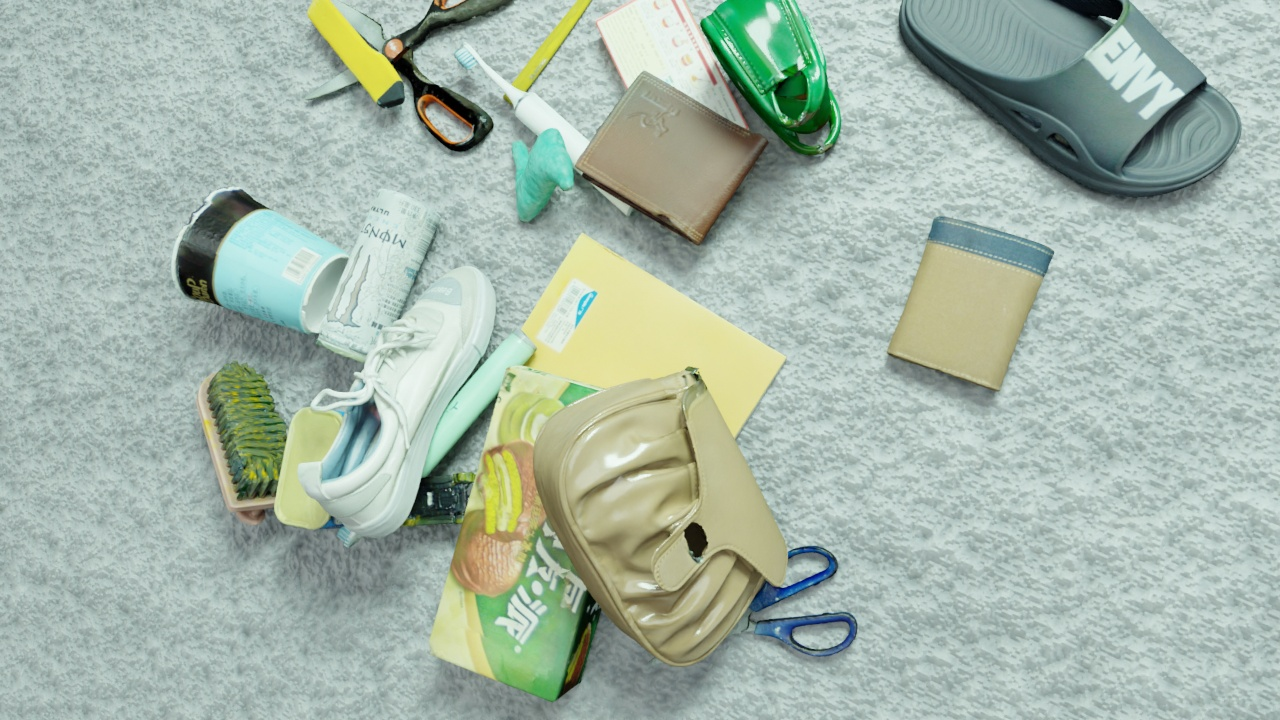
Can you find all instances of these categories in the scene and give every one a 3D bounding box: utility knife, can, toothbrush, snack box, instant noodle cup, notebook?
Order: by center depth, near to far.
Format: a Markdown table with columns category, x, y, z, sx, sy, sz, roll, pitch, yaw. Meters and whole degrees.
| category | x | y | z | sx | sy | sz | roll | pitch | yaw |
| --- | --- | --- | --- | --- | --- | --- | --- | --- | --- |
| snack box | -0.076 | 0.132 | 0.726 | 0.114 | 0.063 | 0.240 | 16 | 89 | 16 |
| toothbrush | -0.165 | 0.064 | 0.751 | 0.027 | 0.026 | 0.224 | 37 | 82 | 26 |
| notebook | -0.004 | 0.004 | 0.757 | 0.206 | 0.010 | 0.146 | 32 | 91 | 16 |
| can | -0.254 | 0.091 | 0.769 | 0.057 | 0.083 | 0.102 | 7 | 84 | 15 |
| snack box | 0.027 | -0.237 | 0.774 | 0.077 | 0.027 | 0.155 | -26 | 77 | 10 |
| toothbrush | -0.080 | -0.202 | 0.787 | 0.221 | 0.027 | 0.026 | 43 | 81 | 11 |
| can | -0.228 | -0.072 | 0.798 | 0.058 | 0.058 | 0.146 | 22 | 88 | 16 |
| instant noodle cup | -0.322 | -0.079 | 0.806 | 0.120 | 0.111 | 0.111 | 23 | 88 | 7 |
| toothbrush | -0.062 | -0.306 | 0.810 | 0.016 | 0.016 | 0.190 | 38 | 93 | 16 |
| utility knife | -0.260 | -0.284 | 0.840 | 0.033 | 0.015 | 0.153 | -40 | 72 | 3 |

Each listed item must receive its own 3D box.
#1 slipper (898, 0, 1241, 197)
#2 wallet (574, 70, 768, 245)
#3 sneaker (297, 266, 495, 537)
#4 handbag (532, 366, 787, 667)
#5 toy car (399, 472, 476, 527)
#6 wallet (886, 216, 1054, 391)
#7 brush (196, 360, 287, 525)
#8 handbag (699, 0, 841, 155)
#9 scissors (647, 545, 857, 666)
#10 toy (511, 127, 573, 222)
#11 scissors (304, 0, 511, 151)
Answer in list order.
| category | x | y | z | sx | sy | sz | roll | pitch | yaw |
| --- | --- | --- | --- | --- | --- | --- | --- | --- | --- |
| slipper | 0.308 | -0.219 | 0.675 | 0.268 | 0.083 | 0.111 | 40 | 95 | 17 |
| wallet | 0.025 | -0.164 | 0.735 | 0.124 | 0.032 | 0.101 | 33 | 90 | 13 |
| sneaker | -0.195 | 0.012 | 0.726 | 0.090 | 0.091 | 0.241 | -1 | 57 | 33 |
| handbag | 0.021 | 0.111 | 0.648 | 0.147 | 0.100 | 0.204 | -36 | 112 | -19 |
| toy car | -0.171 | 0.117 | 0.769 | 0.091 | 0.036 | 0.043 | -5 | 80 | 15 |
| wallet | 0.247 | -0.044 | 0.691 | 0.090 | 0.033 | 0.115 | 20 | 88 | 18 |
| brush | -0.349 | 0.069 | 0.803 | 0.073 | 0.063 | 0.145 | -51 | 58 | 33 |
| handbag | 0.104 | -0.219 | 0.700 | 0.068 | 0.131 | 0.120 | -29 | 80 | 12 |
| scissors | 0.081 | 0.191 | 0.711 | 0.171 | 0.012 | 0.140 | 13 | 87 | 16 |
| toy | -0.087 | -0.159 | 0.773 | 0.092 | 0.030 | 0.096 | -46 | 53 | 48 |
| scissors | -0.206 | -0.285 | 0.841 | 0.221 | 0.021 | 0.234 | -41 | 76 | 5 |
